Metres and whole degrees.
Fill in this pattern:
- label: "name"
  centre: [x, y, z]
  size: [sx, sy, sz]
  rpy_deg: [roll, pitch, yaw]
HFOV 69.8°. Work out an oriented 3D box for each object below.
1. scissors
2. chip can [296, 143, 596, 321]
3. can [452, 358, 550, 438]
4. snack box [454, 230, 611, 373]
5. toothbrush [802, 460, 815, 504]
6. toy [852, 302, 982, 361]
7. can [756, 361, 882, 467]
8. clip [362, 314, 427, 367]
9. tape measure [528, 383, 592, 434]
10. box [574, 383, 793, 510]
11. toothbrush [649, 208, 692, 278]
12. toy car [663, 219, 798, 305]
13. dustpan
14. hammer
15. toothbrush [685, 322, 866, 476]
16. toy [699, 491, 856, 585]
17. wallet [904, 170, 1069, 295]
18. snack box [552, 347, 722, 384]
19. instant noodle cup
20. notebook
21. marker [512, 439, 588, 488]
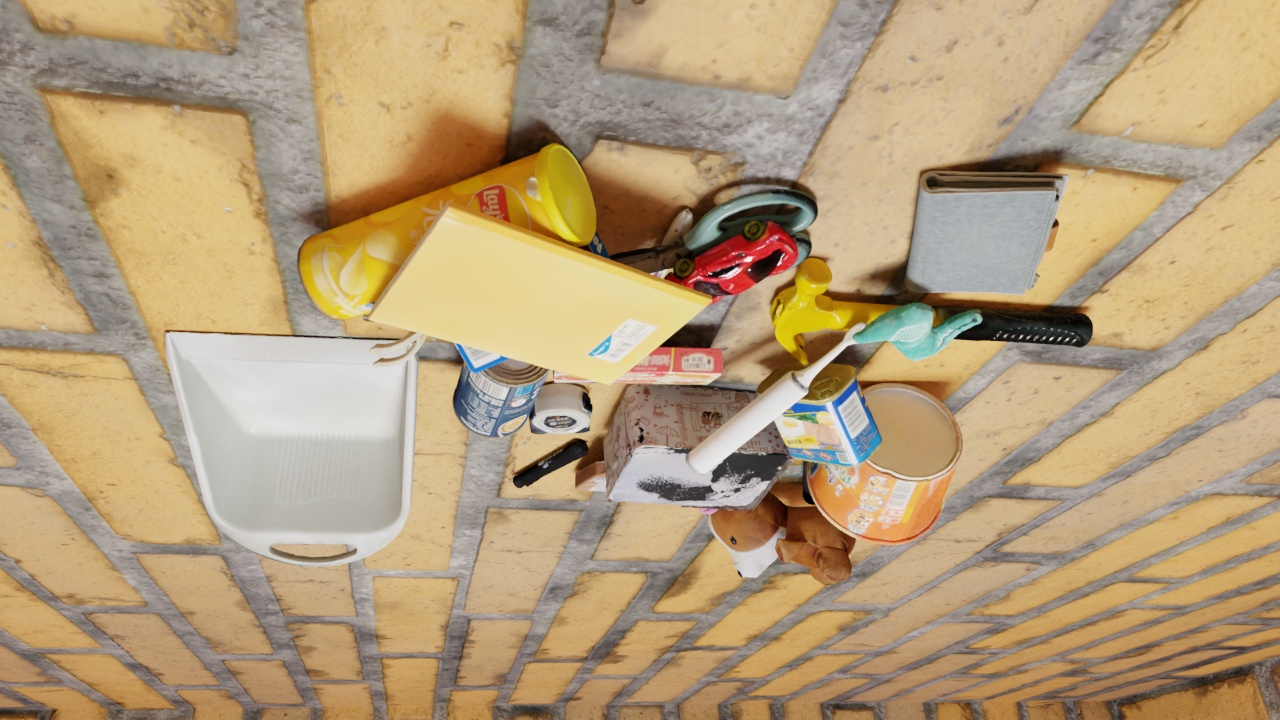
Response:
- label: "scissors"
  centre: [0.053, -0.096, 0.691]
  size: [0.185, 0.019, 0.130]
  rpy_deg: [-3, 150, -18]
- label: "chip can"
  centre: [-0.140, -0.088, 0.659]
  size: [0.214, 0.072, 0.072]
  rpy_deg: [-15, 148, 22]
- label: "can"
  centre: [-0.126, 0.015, 0.836]
  size: [0.075, 0.075, 0.111]
  rpy_deg: [7, 149, -17]
- label: "snack box"
  centre: [-0.091, -0.053, 0.719]
  size: [0.157, 0.026, 0.084]
  rpy_deg: [-21, 104, 30]
- label: "toothbrush"
  centre: [0.210, 0.126, 1.113]
  size: [0.026, 0.027, 0.213]
  rpy_deg: [7, 152, 14]
- label: "toy"
  centre: [0.238, -0.026, 0.779]
  size: [0.097, 0.030, 0.092]
  rpy_deg: [-27, 147, 24]
- label: "can"
  centre: [0.173, 0.052, 0.883]
  size: [0.102, 0.057, 0.083]
  rpy_deg: [5, 129, 53]
- label: "clip"
  centre: [-0.192, -0.022, 0.779]
  size: [0.101, 0.096, 0.035]
  rpy_deg: [12, 149, -4]
- label: "tape measure"
  centre: [-0.083, 0.050, 0.946]
  size: [0.065, 0.033, 0.066]
  rpy_deg: [-1, 153, -7]
- label: "box"
  centre: [0.039, 0.122, 1.034]
  size: [0.178, 0.102, 0.262]
  rpy_deg: [6, 145, -16]
- label: "toothbrush"
  centre: [0.007, -0.067, 0.766]
  size: [0.016, 0.017, 0.188]
  rpy_deg: [0, 149, -20]
- label: "toy car"
  centre: [0.067, -0.068, 0.697]
  size: [0.106, 0.031, 0.049]
  rpy_deg: [-24, 148, 25]
- label: "dustpan"
  centre: [-0.331, 0.100, 0.908]
  size: [0.222, 0.142, 0.258]
  rpy_deg: [2, 152, -9]
- label: "hammer"
  centre: [0.262, -0.035, 0.824]
  size: [0.300, 0.032, 0.129]
  rpy_deg: [3, 151, -9]
- label: "toothbrush"
  centre: [0.123, 0.036, 0.839]
  size: [0.026, 0.026, 0.222]
  rpy_deg: [12, 134, -47]
- label: "toy"
  centre: [0.171, 0.225, 1.175]
  size: [0.199, 0.130, 0.140]
  rpy_deg: [23, 164, 10]
- label: "wallet"
  centre: [0.264, -0.098, 0.709]
  size: [0.107, 0.036, 0.130]
  rpy_deg: [2, 151, 12]
- label: "snack box"
  centre: [-0.005, 0.005, 0.856]
  size: [0.153, 0.025, 0.075]
  rpy_deg: [1, 171, -6]
- label: "instant noodle cup"
  centre: [0.261, 0.102, 0.964]
  size: [0.151, 0.151, 0.112]
  rpy_deg: [0, 143, -5]
- label: "notebook"
  centre: [-0.073, -0.038, 0.663]
  size: [0.206, 0.010, 0.146]
  rpy_deg: [16, 144, -29]
- label: "marker"
  centre: [-0.108, 0.125, 1.090]
  size: [0.022, 0.020, 0.132]
  rpy_deg: [30, 138, -28]
